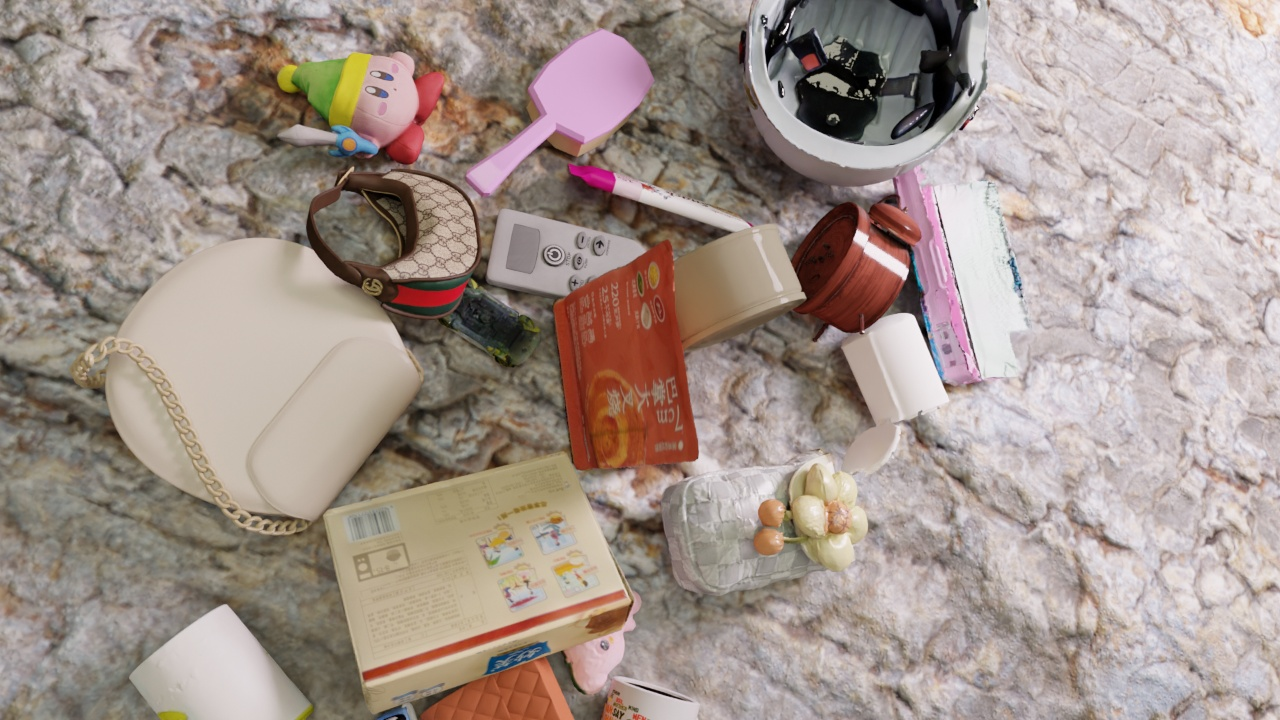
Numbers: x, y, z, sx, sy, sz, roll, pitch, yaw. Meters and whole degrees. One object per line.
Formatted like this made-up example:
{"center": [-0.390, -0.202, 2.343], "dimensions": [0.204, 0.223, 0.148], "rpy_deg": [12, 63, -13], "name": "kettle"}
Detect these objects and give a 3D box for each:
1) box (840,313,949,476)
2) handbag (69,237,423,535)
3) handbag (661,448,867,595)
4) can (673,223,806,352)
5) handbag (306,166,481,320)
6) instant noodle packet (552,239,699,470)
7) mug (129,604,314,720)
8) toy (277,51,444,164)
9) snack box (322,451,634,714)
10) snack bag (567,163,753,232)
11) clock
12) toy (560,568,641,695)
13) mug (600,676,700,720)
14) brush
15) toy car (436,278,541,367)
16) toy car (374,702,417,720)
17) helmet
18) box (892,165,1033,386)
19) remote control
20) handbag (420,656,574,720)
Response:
{"center": [0.230, 0.033, 0.887], "dimensions": [0.143, 0.083, 0.136], "rpy_deg": [-18, 82, -38], "name": "box"}
{"center": [-0.302, 0.013, 0.734], "dimensions": [0.208, 0.103, 0.210], "rpy_deg": [37, 70, -8], "name": "handbag"}
{"center": [0.111, 0.144, 0.806], "dimensions": [0.171, 0.124, 0.112], "rpy_deg": [-7, 84, -23], "name": "handbag"}
{"center": [0.082, -0.065, 0.851], "dimensions": [0.127, 0.128, 0.073], "rpy_deg": [-21, 84, -20], "name": "can"}
{"center": [-0.211, -0.110, 0.781], "dimensions": [0.138, 0.063, 0.166], "rpy_deg": [13, 42, -27], "name": "handbag"}
{"center": [-0.004, 0.004, 0.750], "dimensions": [0.084, 0.221, 0.164], "rpy_deg": [-6, 84, -16], "name": "instant noodle packet"}
{"center": [-0.309, 0.248, 0.680], "dimensions": [0.082, 0.083, 0.106], "rpy_deg": [-39, 87, -21], "name": "mug"}
{"center": [-0.260, -0.230, 0.834], "dimensions": [0.131, 0.097, 0.124], "rpy_deg": [22, 76, -29], "name": "toy"}
{"center": [-0.130, 0.168, 0.731], "dimensions": [0.207, 0.055, 0.153], "rpy_deg": [-13, 52, -21], "name": "snack box"}
{"center": [0.025, -0.158, 0.895], "dimensions": [0.196, 0.070, 0.016], "rpy_deg": [16, 108, -11], "name": "snack bag"}
{"center": [0.209, -0.099, 0.902], "dimensions": [0.072, 0.121, 0.157], "rpy_deg": [29, 78, -15], "name": "clock"}
{"center": [-0.042, 0.220, 0.780], "dimensions": [0.093, 0.050, 0.102], "rpy_deg": [-33, 87, -19], "name": "toy"}
{"center": [0.010, 0.319, 0.760], "dimensions": [0.105, 0.074, 0.089], "rpy_deg": [30, 71, -43], "name": "mug"}
{"center": [-0.084, -0.231, 0.892], "dimensions": [0.089, 0.043, 0.228], "rpy_deg": [44, 69, -1], "name": "brush"}
{"center": [-0.141, -0.034, 0.828], "dimensions": [0.105, 0.033, 0.048], "rpy_deg": [34, 67, -1], "name": "toy car"}
{"center": [-0.211, 0.308, 0.669], "dimensions": [0.055, 0.153, 0.056], "rpy_deg": [-17, 90, 19], "name": "toy car"}
{"center": [0.212, -0.281, 0.925], "dimensions": [0.236, 0.164, 0.263], "rpy_deg": [14, 74, 3], "name": "helmet"}
{"center": [0.334, -0.088, 0.971], "dimensions": [0.158, 0.066, 0.230], "rpy_deg": [0, 74, -37], "name": "box"}
{"center": [-0.067, -0.093, 0.873], "dimensions": [0.151, 0.019, 0.074], "rpy_deg": [12, 73, -13], "name": "remote control"}
{"center": [-0.093, 0.325, 0.696], "dimensions": [0.109, 0.060, 0.171], "rpy_deg": [-30, 62, -1], "name": "handbag"}
